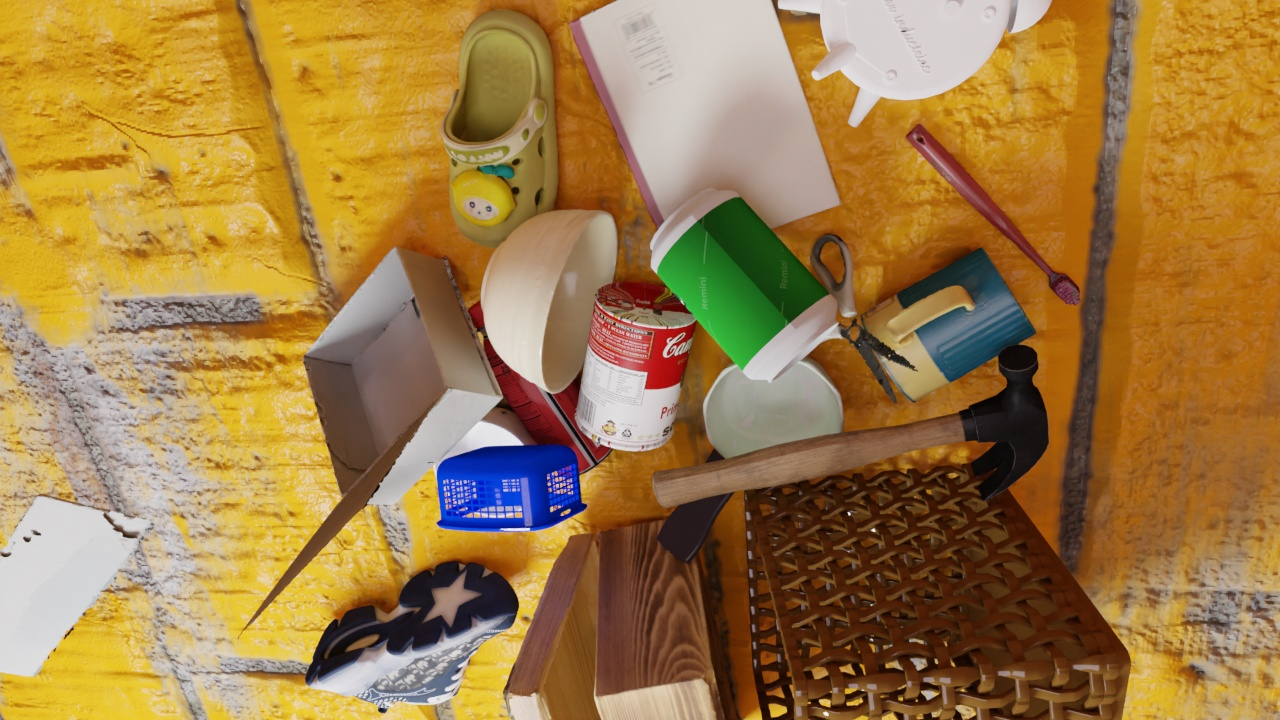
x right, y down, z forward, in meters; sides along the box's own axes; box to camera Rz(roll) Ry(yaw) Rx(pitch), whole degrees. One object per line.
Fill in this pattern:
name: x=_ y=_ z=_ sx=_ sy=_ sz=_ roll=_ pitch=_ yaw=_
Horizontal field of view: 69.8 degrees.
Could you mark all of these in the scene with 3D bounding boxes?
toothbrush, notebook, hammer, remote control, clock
toothbrush: x=0.274 y=-0.110 z=0.706 sx=0.190 sy=0.016 sz=0.016 roll=43 pitch=117 yaw=-9
notebook: x=0.052 y=-0.193 z=0.718 sx=0.153 sy=0.012 sz=0.209 roll=-17 pitch=110 yaw=20
hammer: x=0.160 y=0.076 z=0.731 sx=0.306 sy=0.040 sz=0.132 roll=-14 pitch=131 yaw=13
remote control: x=0.062 y=0.121 z=0.824 sx=0.009 sy=0.046 sz=0.124 roll=36 pitch=87 yaw=-45
clock: x=0.189 y=-0.246 z=0.628 sx=0.161 sy=0.072 sz=0.125 roll=-30 pitch=106 yaw=23

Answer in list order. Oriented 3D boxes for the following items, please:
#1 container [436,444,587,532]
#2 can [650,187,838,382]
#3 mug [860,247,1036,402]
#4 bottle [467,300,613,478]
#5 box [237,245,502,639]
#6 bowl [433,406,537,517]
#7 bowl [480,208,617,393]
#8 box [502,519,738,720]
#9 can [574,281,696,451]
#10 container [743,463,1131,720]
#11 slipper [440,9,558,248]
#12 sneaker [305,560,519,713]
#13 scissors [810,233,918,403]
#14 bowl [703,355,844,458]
container: x=-0.112 y=0.106 z=0.783 sx=0.114 sy=0.096 sz=0.058 roll=-3 pitch=94 yaw=26
can: x=0.078 y=-0.058 z=0.700 sx=0.140 sy=0.087 sz=0.088 roll=49 pitch=116 yaw=10
mug: x=0.232 y=-0.029 z=0.701 sx=0.107 sy=0.113 sz=0.083 roll=-31 pitch=69 yaw=22
bottle: x=-0.093 y=0.020 z=0.821 sx=0.062 sy=0.062 sz=0.176 roll=-26 pitch=107 yaw=22
box: x=-0.194 y=0.113 z=0.679 sx=0.119 sy=0.477 sz=0.167 roll=30 pitch=120 yaw=-31
bowl: x=-0.139 y=0.091 z=0.869 sx=0.105 sy=0.054 sz=0.105 roll=4 pitch=113 yaw=10
bowl: x=-0.080 y=-0.056 z=0.739 sx=0.075 sy=0.150 sz=0.151 roll=18 pitch=117 yaw=12
box: x=0.007 y=0.321 z=0.844 sx=0.168 sy=0.244 sz=0.279 roll=-12 pitch=112 yaw=7
can: x=-0.005 y=0.004 z=0.768 sx=0.086 sy=0.086 sz=0.117 roll=14 pitch=117 yaw=5
container: x=0.210 y=0.243 z=0.734 sx=0.214 sy=0.251 sz=0.220 roll=-5 pitch=114 yaw=1
slipper: x=-0.112 y=-0.175 z=0.725 sx=0.091 sy=0.081 sz=0.191 roll=9 pitch=114 yaw=5
sneaker: x=-0.221 y=0.311 z=0.980 sx=0.270 sy=0.103 sz=0.132 roll=-27 pitch=121 yaw=22
scissors: x=0.155 y=-0.025 z=0.711 sx=0.012 sy=0.163 sz=0.155 roll=6 pitch=158 yaw=-28
bowl: x=0.115 y=0.037 z=0.784 sx=0.117 sy=0.061 sz=0.117 roll=4 pitch=115 yaw=9
